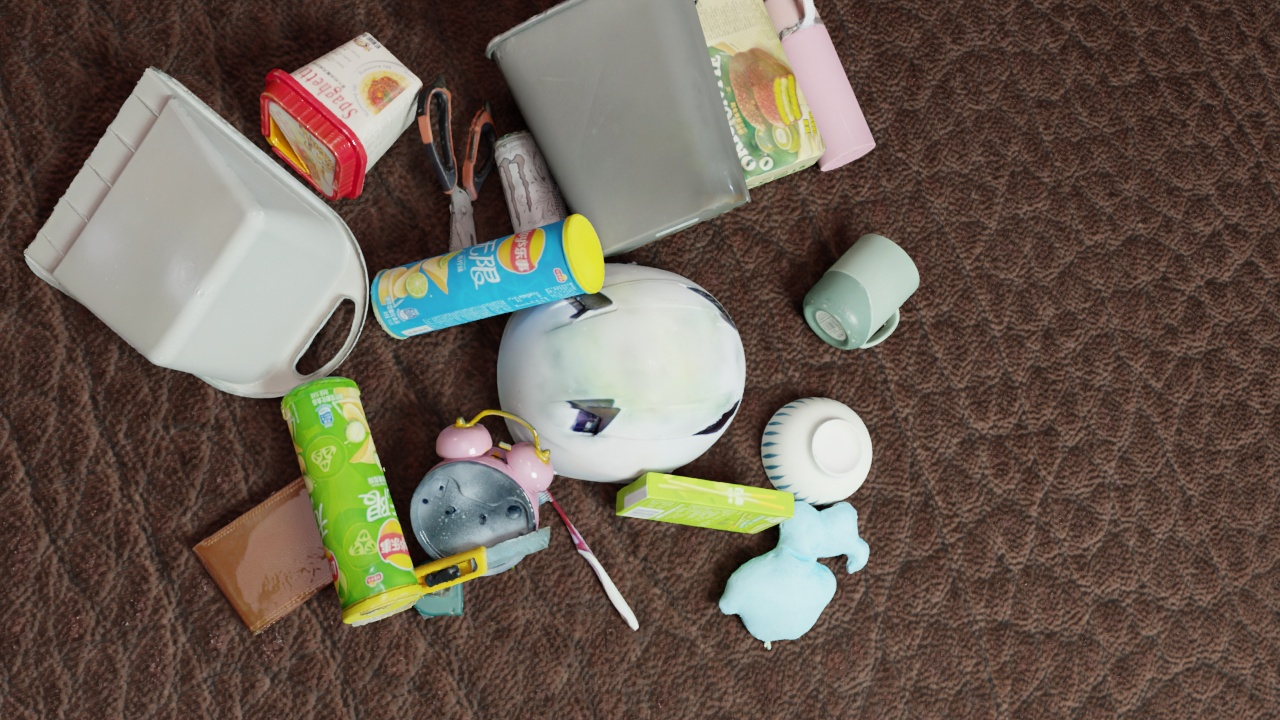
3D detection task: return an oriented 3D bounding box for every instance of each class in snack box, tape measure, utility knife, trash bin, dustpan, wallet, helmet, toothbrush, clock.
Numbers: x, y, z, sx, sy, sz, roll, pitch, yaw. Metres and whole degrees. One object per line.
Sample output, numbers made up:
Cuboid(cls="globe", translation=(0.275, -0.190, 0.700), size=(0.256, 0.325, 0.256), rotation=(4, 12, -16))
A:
Cuboid(cls="snack box", translation=(0.100, -0.310, 1.002), size=(0.114, 0.063, 0.240), rotation=(-22, 87, -15))
Cuboid(cls="tape measure", translation=(-0.194, 0.216, 0.874), size=(0.054, 0.025, 0.058), rotation=(-2, 81, -14))
Cuboid(cls="utility knife", translation=(-0.178, 0.192, 0.839), size=(0.218, 0.015, 0.033), rotation=(-21, 104, 12))
Cuboid(cls="snack box", translation=(0.063, 0.142, 0.904), size=(0.156, 0.086, 0.026), rotation=(11, 66, -18))
Cuboid(cls="trash bin", translation=(-0.004, -0.229, 0.892), size=(0.199, 0.198, 0.220), rotation=(-21, 95, 14))
Cuboid(cls="dustpan", translation=(-0.388, -0.091, 0.846), size=(0.258, 0.142, 0.223), rotation=(41, 98, 22))
Cuboid(cls="wallet", translation=(-0.331, 0.177, 0.847), size=(0.124, 0.032, 0.101), rotation=(-35, 87, -16))
Cuboid(cls="helmet", translation=(-0.005, 0.005, 0.887), size=(0.258, 0.146, 0.229), rotation=(-1, 82, -13))
Cuboid(cls="toothbrush", translation=(-0.058, 0.192, 0.914), size=(0.017, 0.016, 0.187), rotation=(-34, 90, -8))
Cuboid(cls="clock", translation=(-0.144, 0.119, 0.851), size=(0.117, 0.059, 0.159), rotation=(20, 110, 0))

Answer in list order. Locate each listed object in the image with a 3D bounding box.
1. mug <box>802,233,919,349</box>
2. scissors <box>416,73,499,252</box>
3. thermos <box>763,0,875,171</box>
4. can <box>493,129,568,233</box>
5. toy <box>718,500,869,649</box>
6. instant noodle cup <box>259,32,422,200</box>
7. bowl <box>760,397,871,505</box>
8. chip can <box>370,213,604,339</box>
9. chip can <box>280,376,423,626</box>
Cuboid(cls="mug", translation=(0.240, -0.061, 0.994), size=(0.106, 0.082, 0.112), rotation=(-45, 125, -16))
Cuboid(cls="scissors", translation=(-0.175, -0.172, 0.920), size=(0.197, 0.015, 0.212), rotation=(58, 43, -38))
Cuboid(cls="thermos", translation=(0.196, -0.316, 1.013), size=(0.067, 0.087, 0.198), rotation=(-20, 88, -13))
Cuboid(cls="can", translation=(-0.105, -0.155, 0.932), size=(0.058, 0.058, 0.146), rotation=(-14, 86, -15))
Cuboid(cls="toy", translation=(0.158, 0.221, 0.940), size=(0.161, 0.050, 0.156), rotation=(4, 90, -14))
Cuboid(cls="instant noodle cup", translation=(-0.283, -0.239, 0.884), size=(0.116, 0.117, 0.124), rotation=(42, 62, -4))
Cuboid(cls="bowl", translation=(0.192, 0.094, 0.961), size=(0.116, 0.066, 0.116), rotation=(2, 81, -13))
Cuboid(cls="chip can", translation=(-0.142, -0.075, 0.845), size=(0.211, 0.071, 0.071), rotation=(-12, 83, 21))
Cuboid(cls="chip can", translation=(-0.262, 0.121, 0.828), size=(0.072, 0.073, 0.221), rotation=(-18, 73, -15))
